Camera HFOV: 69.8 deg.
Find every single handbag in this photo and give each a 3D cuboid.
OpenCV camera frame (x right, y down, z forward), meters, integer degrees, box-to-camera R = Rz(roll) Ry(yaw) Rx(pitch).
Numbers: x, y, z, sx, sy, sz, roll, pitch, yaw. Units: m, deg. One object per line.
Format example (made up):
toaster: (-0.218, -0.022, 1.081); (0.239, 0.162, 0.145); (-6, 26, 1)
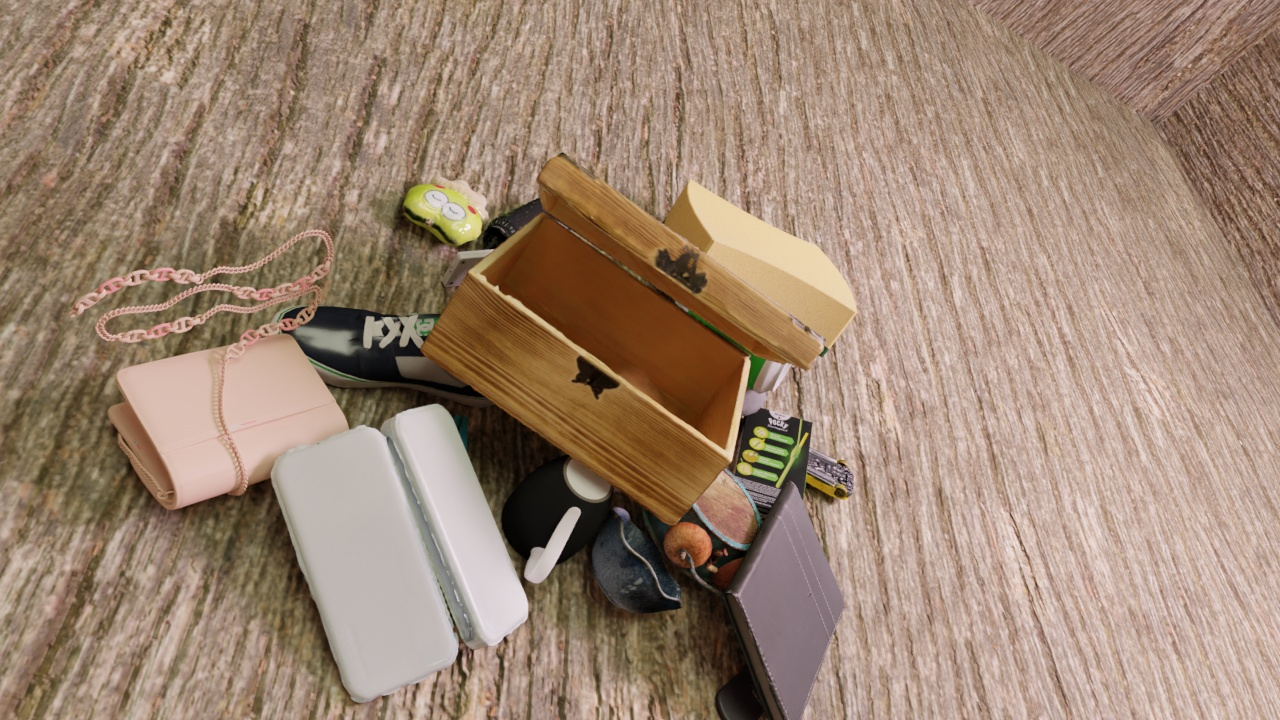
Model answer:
handbag: (-0.308, 0.016, 0.700); (0.116, 0.188, 0.198); (48, 37, 18)

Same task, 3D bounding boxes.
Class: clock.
clock: (0.061, 0.175, 0.923); (0.121, 0.073, 0.157); (33, 29, -26)

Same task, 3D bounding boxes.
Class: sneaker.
sneaker: (-0.227, -0.018, 0.872); (0.235, 0.079, 0.084); (13, 50, -28)

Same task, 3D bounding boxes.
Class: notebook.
notebook: (0.148, 0.242, 0.916); (0.208, 0.030, 0.169); (-40, 113, -54)

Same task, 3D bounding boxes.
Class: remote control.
remote control: (0.117, 0.317, 0.903); (0.046, 0.009, 0.124); (51, 42, 10)
remote control: (-0.154, -0.106, 1.022); (0.135, 0.050, 0.011); (-11, 63, -42)

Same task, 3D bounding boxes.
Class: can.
can: (-0.127, -0.160, 1.085); (0.054, 0.054, 0.137); (46, 42, 4)
can: (0.105, -0.029, 1.034); (0.140, 0.088, 0.087); (30, 40, 13)

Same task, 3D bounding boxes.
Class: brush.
brush: (0.150, -0.124, 1.206); (0.250, 0.075, 0.194); (24, 27, -19)

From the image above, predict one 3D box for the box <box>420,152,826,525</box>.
box: (-0.001, -0.050, 0.869); (0.279, 0.221, 0.258); (34, 23, -4)

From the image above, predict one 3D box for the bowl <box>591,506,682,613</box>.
bowl: (-0.011, 0.196, 0.861); (0.110, 0.055, 0.110); (54, 3, -4)

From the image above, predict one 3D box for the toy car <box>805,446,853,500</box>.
toy car: (0.213, 0.132, 1.115); (0.107, 0.030, 0.049); (29, 44, -7)

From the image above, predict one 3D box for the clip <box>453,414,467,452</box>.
clip: (-0.189, 0.110, 0.837); (0.119, 0.033, 0.121); (-12, 64, -38)

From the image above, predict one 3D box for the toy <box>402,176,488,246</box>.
toy: (-0.214, -0.173, 1.039); (0.092, 0.046, 0.115); (33, 34, -3)

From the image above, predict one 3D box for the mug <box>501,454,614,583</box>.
mug: (-0.074, 0.143, 0.836); (0.085, 0.100, 0.118); (29, 43, -14)

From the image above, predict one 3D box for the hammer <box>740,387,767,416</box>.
hammer: (-0.006, 0.006, 1.041); (0.328, 0.052, 0.098); (7, 36, -26)

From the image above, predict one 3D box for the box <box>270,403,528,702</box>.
box: (-0.184, 0.146, 0.747); (0.185, 0.084, 0.210); (-15, 82, -48)

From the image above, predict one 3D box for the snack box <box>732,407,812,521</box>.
snack box: (0.151, 0.121, 1.061); (0.080, 0.025, 0.147); (16, 44, 2)
